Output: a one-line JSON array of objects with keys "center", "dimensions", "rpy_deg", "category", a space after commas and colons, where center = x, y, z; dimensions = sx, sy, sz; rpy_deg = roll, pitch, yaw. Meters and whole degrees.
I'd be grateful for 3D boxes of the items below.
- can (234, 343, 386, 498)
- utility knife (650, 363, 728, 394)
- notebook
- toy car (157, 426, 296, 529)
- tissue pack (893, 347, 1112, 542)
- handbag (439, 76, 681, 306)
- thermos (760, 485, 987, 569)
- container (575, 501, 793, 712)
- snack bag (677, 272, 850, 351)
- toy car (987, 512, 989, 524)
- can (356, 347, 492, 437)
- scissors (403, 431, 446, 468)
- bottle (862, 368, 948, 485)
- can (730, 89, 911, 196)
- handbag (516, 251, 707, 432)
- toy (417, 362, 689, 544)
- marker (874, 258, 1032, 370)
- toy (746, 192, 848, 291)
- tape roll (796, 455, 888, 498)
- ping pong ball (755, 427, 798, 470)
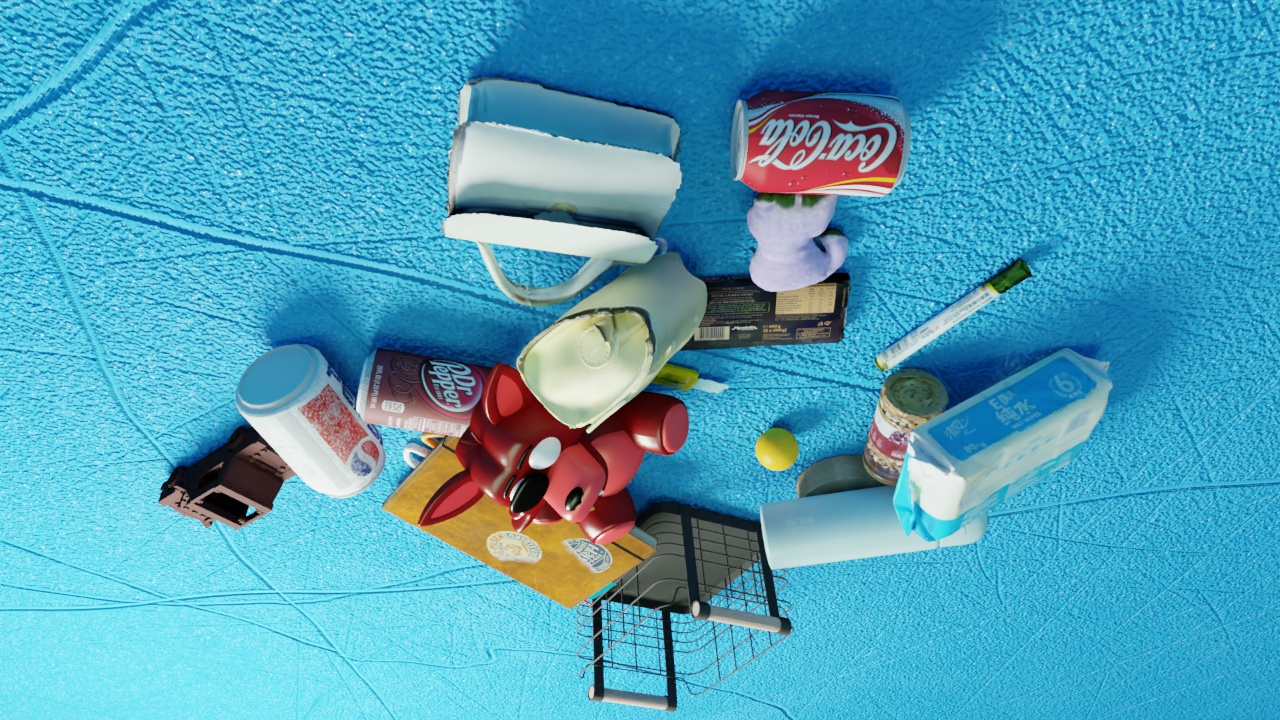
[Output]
[{"center": [-0.280, 0.055, 0.790], "dimensions": [0.078, 0.078, 0.136], "rpy_deg": [-10, 138, 10], "category": "can"}, {"center": [-0.005, 0.005, 0.790], "dimensions": [0.175, 0.017, 0.031], "rpy_deg": [12, 146, -18], "category": "utility knife"}, {"center": [-0.110, 0.163, 0.912], "dimensions": [0.249, 0.014, 0.179], "rpy_deg": [33, 130, -18], "category": "notebook"}, {"center": [-0.389, 0.119, 0.872], "dimensions": [0.170, 0.061, 0.070], "rpy_deg": [-28, 132, 27], "category": "toy car"}, {"center": [0.316, 0.071, 0.795], "dimensions": [0.209, 0.066, 0.117], "rpy_deg": [-25, 141, -13], "category": "tissue pack"}, {"center": [-0.060, -0.093, 0.632], "dimensions": [0.151, 0.073, 0.176], "rpy_deg": [9, 138, -12], "category": "handbag"}, {"center": [0.222, 0.155, 0.881], "dimensions": [0.207, 0.065, 0.078], "rpy_deg": [-10, 144, 10], "category": "thermos"}, {"center": [0.042, 0.273, 1.000], "dimensions": [0.162, 0.130, 0.242], "rpy_deg": [17, 136, -23], "category": "container"}, {"center": [0.090, -0.037, 0.739], "dimensions": [0.155, 0.018, 0.075], "rpy_deg": [-3, 139, 1], "category": "snack bag"}, {"center": [0.303, 0.155, 0.941], "dimensions": [0.105, 0.048, 0.032], "rpy_deg": [-4, 135, 6], "category": "toy car"}, {"center": [-0.177, 0.029, 0.774], "dimensions": [0.114, 0.063, 0.063], "rpy_deg": [10, 137, -13], "category": "can"}, {"center": [-0.175, 0.109, 0.904], "dimensions": [0.074, 0.012, 0.131], "rpy_deg": [-27, 132, 28], "category": "scissors"}, {"center": [0.237, 0.061, 0.826], "dimensions": [0.056, 0.056, 0.105], "rpy_deg": [-1, 138, 0], "category": "bottle"}, {"center": [0.114, -0.139, 0.590], "dimensions": [0.105, 0.064, 0.064], "rpy_deg": [2, 139, -3], "category": "can"}, {"center": [-0.014, -0.016, 0.672], "dimensions": [0.081, 0.119, 0.111], "rpy_deg": [50, 126, 0], "category": "handbag"}, {"center": [-0.068, 0.078, 0.756], "dimensions": [0.196, 0.120, 0.159], "rpy_deg": [7, 121, -47], "category": "toy"}, {"center": [0.251, -0.035, 0.748], "dimensions": [0.017, 0.017, 0.147], "rpy_deg": [28, 131, -29], "category": "marker"}, {"center": [0.116, -0.091, 0.668], "dimensions": [0.080, 0.036, 0.100], "rpy_deg": [-10, 143, -5], "category": "toy"}, {"center": [0.207, 0.134, 0.929], "dimensions": [0.094, 0.027, 0.094], "rpy_deg": [-1, 139, -1], "category": "tape roll"}, {"center": [0.128, 0.083, 0.860], "dimensions": [0.040, 0.040, 0.040], "rpy_deg": [-1, 139, -1], "category": "ping pong ball"}]
